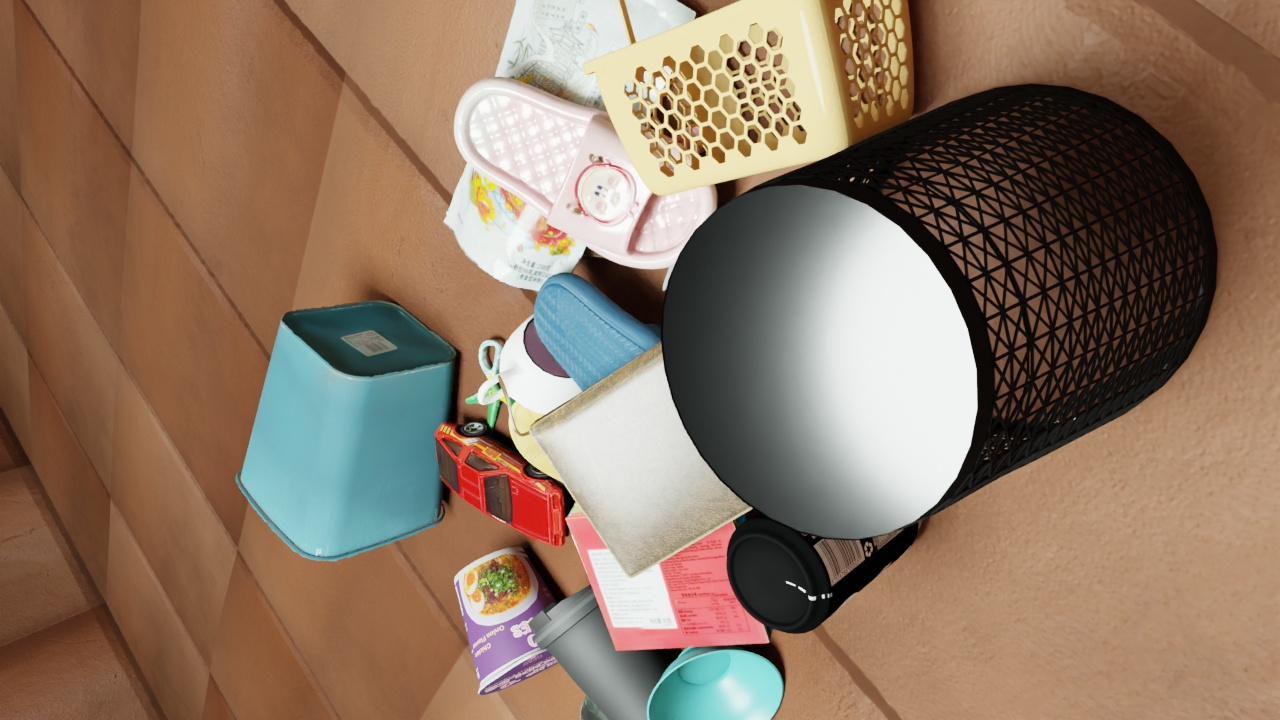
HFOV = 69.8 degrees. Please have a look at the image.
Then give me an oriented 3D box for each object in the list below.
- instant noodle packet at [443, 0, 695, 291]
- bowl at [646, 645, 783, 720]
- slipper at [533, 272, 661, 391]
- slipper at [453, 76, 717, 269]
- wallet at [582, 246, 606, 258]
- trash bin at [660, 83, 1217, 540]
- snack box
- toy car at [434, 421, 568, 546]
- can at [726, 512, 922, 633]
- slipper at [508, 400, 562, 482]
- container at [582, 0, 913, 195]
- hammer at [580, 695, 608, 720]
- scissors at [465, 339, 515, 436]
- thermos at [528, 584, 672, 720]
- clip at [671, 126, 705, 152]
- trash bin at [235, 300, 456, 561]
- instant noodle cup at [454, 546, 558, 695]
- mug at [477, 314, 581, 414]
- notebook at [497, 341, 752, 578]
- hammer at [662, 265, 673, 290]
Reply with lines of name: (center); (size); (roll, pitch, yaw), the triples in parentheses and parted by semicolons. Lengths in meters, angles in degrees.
instant noodle packet: (-0.072, -0.189, 0.747); (0.147, 0.057, 0.270); (34, 121, 12)
bowl: (0.062, 0.286, 0.816); (0.046, 0.121, 0.121); (-110, 25, -60)
slipper: (-0.005, 0.004, 0.759); (0.213, 0.059, 0.104); (44, 131, 16)
slipper: (-0.048, -0.142, 0.703); (0.221, 0.055, 0.107); (28, 117, 8)
wallet: (-0.057, -0.152, 0.801); (0.099, 0.026, 0.121); (10, 112, 38)
trash bin: (0.151, -0.028, 0.487); (0.217, 0.242, 0.217); (18, 117, 39)
snack box: (0.027, 0.175, 0.778); (0.143, 0.040, 0.145); (-10, 111, 23)
toy car: (-0.148, 0.129, 0.972); (0.189, 0.056, 0.082); (22, 127, 34)
can: (0.130, 0.123, 0.635); (0.080, 0.145, 0.080); (18, 117, 39)
slipper: (-0.037, 0.106, 0.842); (0.264, 0.078, 0.100); (24, 124, 35)
container: (0.068, -0.207, 0.585); (0.184, 0.128, 0.167); (-4, 109, 45)
hammer: (0.056, 0.464, 0.921); (0.333, 0.033, 0.133); (44, 129, 23)
scissors: (-0.158, 0.027, 0.975); (0.130, 0.012, 0.117); (-13, 99, 47)
thermos: (-0.004, 0.310, 0.875); (0.218, 0.105, 0.106); (51, 134, 11)
clip: (0.027, -0.166, 0.720); (0.058, 0.050, 0.023); (-16, 98, 4)
trash bin: (-0.320, 0.067, 1.032); (0.196, 0.198, 0.219); (34, 120, 30)
instant noodle cup: (-0.139, 0.271, 0.981); (0.121, 0.121, 0.137); (62, 164, 21)
mug: (-0.095, 0.011, 0.828); (0.090, 0.123, 0.076); (54, 144, 15)
notebook: (0.022, 0.042, 0.693); (0.216, 0.034, 0.190); (-34, 91, 21)
hammer: (0.093, 0.040, 0.725); (0.125, 0.029, 0.311); (-2, 105, 44)
